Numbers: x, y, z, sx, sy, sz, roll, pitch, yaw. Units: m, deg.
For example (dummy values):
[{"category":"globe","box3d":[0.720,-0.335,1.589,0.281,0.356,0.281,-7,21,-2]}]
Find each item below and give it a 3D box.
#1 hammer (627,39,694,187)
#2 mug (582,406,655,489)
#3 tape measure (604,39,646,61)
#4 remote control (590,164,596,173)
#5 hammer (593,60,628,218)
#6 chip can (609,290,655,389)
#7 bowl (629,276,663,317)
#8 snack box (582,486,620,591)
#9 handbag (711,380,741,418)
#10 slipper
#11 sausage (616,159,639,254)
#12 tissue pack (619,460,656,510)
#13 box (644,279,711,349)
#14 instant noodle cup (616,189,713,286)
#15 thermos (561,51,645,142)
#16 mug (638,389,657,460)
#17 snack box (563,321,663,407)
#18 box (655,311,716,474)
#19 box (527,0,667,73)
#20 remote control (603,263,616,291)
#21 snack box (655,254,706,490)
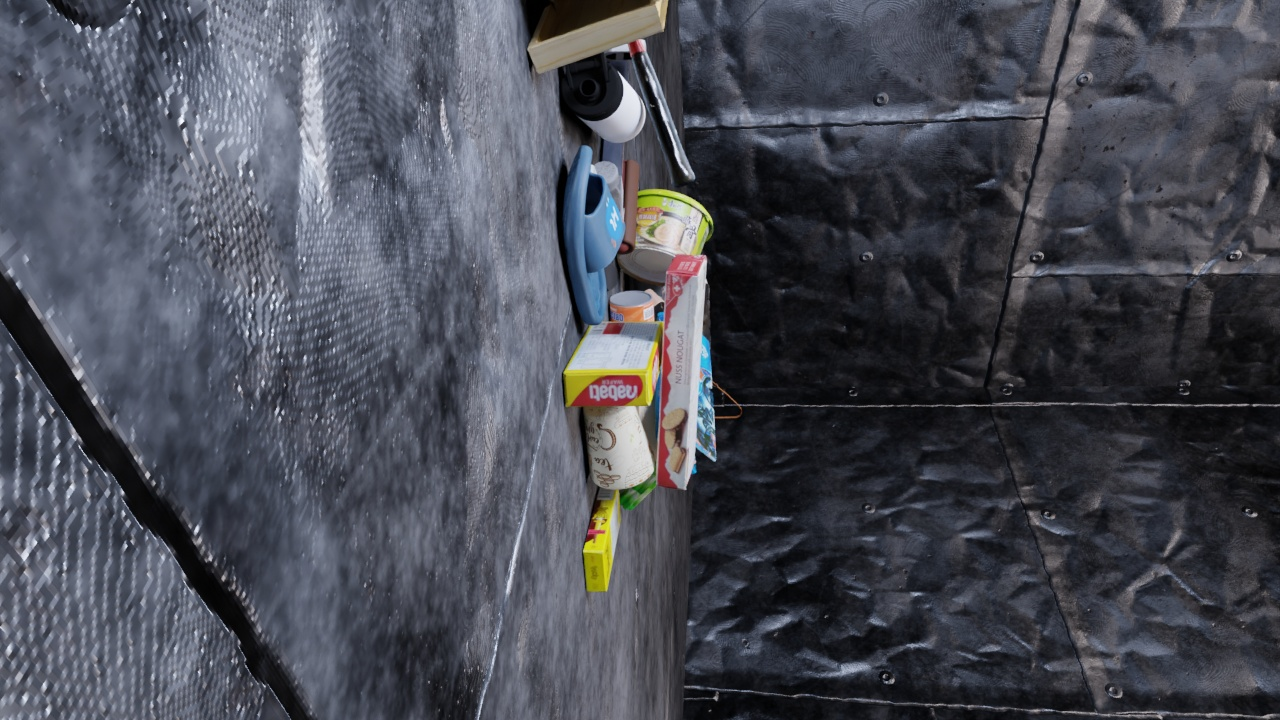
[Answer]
[{"category":"hammer","box3d":[-0.003,-0.363,1.083,0.140,0.036,0.326,-43,113,-81]},{"category":"mug","box3d":[-0.023,0.079,1.106,0.121,0.081,0.097,-56,141,-51]},{"category":"tape measure","box3d":[-0.024,-0.414,1.227,0.065,0.064,0.017,-98,-173,-83]},{"category":"remote control","box3d":[-0.057,-0.181,1.087,0.133,0.022,0.050,70,21,-72]},{"category":"hammer","box3d":[-0.036,-0.327,1.254,0.139,0.035,0.311,81,10,-63]},{"category":"chip can","box3d":[-0.008,0.008,1.338,0.062,0.062,0.211,-77,165,-65]},{"category":"bowl","box3d":[0.010,-0.134,1.532,0.150,0.057,0.150,4,85,-88]},{"category":"snack box","box3d":[-0.046,0.216,1.138,0.148,0.026,0.061,-77,166,-64]},{"category":"handbag","box3d":[0.067,0.052,1.415,0.043,0.195,0.094,-91,-154,-68]},{"category":"slipper","box3d":[-0.049,-0.127,0.994,0.103,0.059,0.214,-80,170,-48]},{"category":"sausage","box3d":[-0.024,-0.224,1.330,0.040,0.040,0.155,77,14,-64]},{"category":"tissue pack","box3d":[0.006,0.158,1.327,0.100,0.034,0.113,-47,-169,20]},{"category":"box","box3d":[0.042,-0.045,1.456,0.217,0.157,0.063,78,-9,-60]},{"category":"instant noodle cup","box3d":[0.031,-0.181,1.390,0.146,0.146,0.097,76,26,-65]},{"category":"thermos","box3d":[-0.043,-0.310,1.041,0.229,0.068,0.101,-44,125,-80]},{"category":"mug","box3d":[-0.011,0.078,1.283,0.111,0.085,0.104,-148,-139,-64]},{"category":"snack box","box3d":[-0.025,0.000,1.040,0.200,0.092,0.042,-72,160,-71]},{"category":"box","box3d":[0.062,0.036,1.268,0.242,0.066,0.091,-89,159,-46]},{"category":"box","box3d":[-0.030,-0.382,0.859,0.248,0.141,0.149,-83,178,-49]},{"category":"remote control","box3d":[-0.044,-0.114,1.254,0.124,0.010,0.039,-48,137,-82]},{"category":"snack box","box3d":[0.046,0.016,1.079,0.076,0.044,0.273,-62,156,-63]}]
